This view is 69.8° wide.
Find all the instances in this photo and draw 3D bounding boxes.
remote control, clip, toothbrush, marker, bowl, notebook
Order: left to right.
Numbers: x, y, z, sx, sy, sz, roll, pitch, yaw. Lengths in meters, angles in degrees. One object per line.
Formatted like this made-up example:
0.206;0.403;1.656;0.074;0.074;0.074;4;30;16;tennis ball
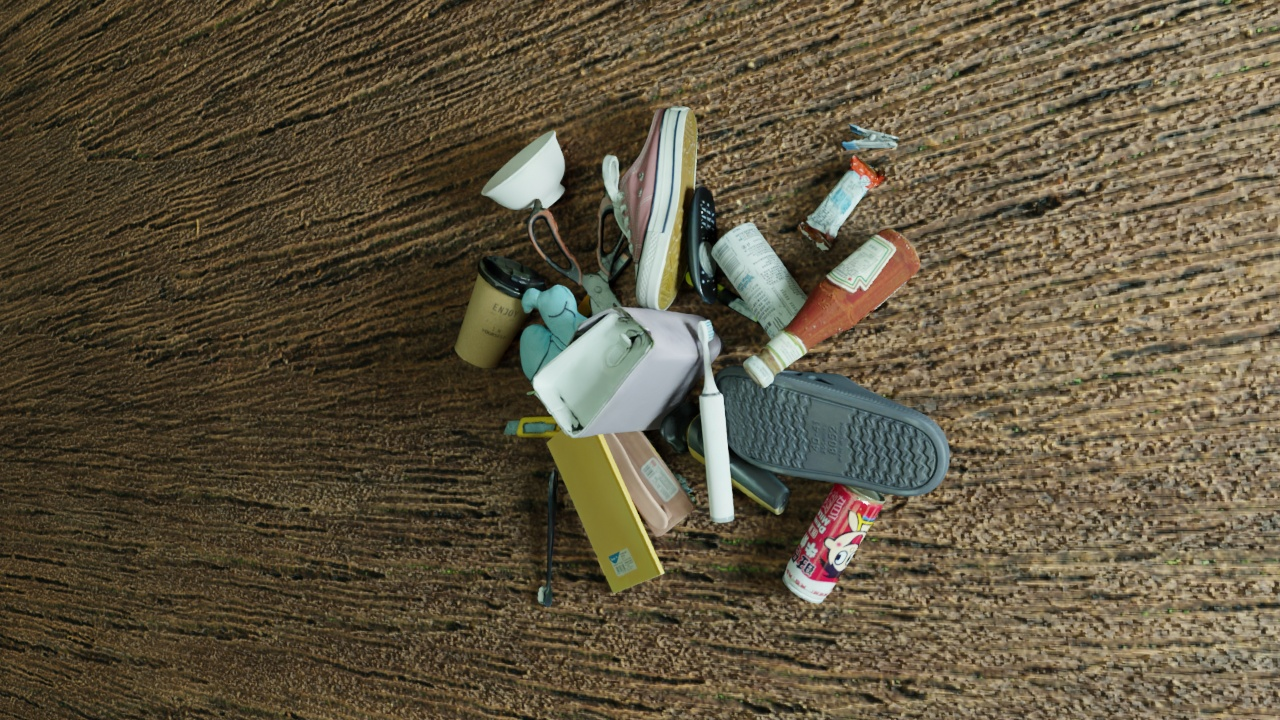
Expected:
-0.133;-0.223;1.143;0.118;0.118;0.065;-31;113;26;bowl
-0.116;0.226;1.164;0.018;0.015;0.181;12;101;39;toothbrush
-0.046;0.169;1.086;0.206;0.010;0.146;65;149;11;notebook
-0.036;-0.104;1.127;0.018;0.015;0.124;45;108;17;marker
0.068;-0.130;1.039;0.024;0.053;0.136;-7;76;29;remote control
0.079;0.066;0.993;0.027;0.026;0.221;1;101;44;toothbrush
0.104;-0.069;1.050;0.124;0.015;0.018;33;97;22;marker
0.243;-0.233;0.965;0.058;0.027;0.044;16;90;28;clip

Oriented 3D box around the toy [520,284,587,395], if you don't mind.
-0.104;-0.009;1.126;0.157;0.049;0.161;-35;93;43;toy

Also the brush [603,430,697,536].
0.000;0.130;1.070;0.063;0.073;0.145;-42;75;24;brush

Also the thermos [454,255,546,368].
-0.183;-0.064;1.170;0.093;0.092;0.143;40;115;23;thermos

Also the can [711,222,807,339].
0.139;-0.079;1.003;0.058;0.058;0.146;-40;72;23;can

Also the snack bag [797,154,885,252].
0.214;-0.169;0.979;0.045;0.026;0.105;42;110;13;snack bag

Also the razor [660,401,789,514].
0.097;0.113;1.037;0.167;0.062;0.068;37;138;18;razor

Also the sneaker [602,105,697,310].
0.009;-0.174;1.049;0.088;0.118;0.241;3;82;20;sneaker

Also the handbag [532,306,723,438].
-0.006;0.006;1.006;0.145;0.196;0.098;-43;71;21;handbag

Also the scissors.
-0.057;-0.109;1.108;0.189;0.015;0.224;18;95;4;scissors

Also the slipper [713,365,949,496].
0.198;0.069;0.959;0.268;0.083;0.111;14;111;36;slipper

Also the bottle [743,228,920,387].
0.192;-0.050;0.932;0.206;0.060;0.060;-41;70;-3;bottle

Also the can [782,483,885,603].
0.203;0.189;0.971;0.053;0.053;0.133;34;106;25;can

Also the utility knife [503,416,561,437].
-0.104;0.087;1.164;0.178;0.015;0.033;-3;89;29;utility knife
